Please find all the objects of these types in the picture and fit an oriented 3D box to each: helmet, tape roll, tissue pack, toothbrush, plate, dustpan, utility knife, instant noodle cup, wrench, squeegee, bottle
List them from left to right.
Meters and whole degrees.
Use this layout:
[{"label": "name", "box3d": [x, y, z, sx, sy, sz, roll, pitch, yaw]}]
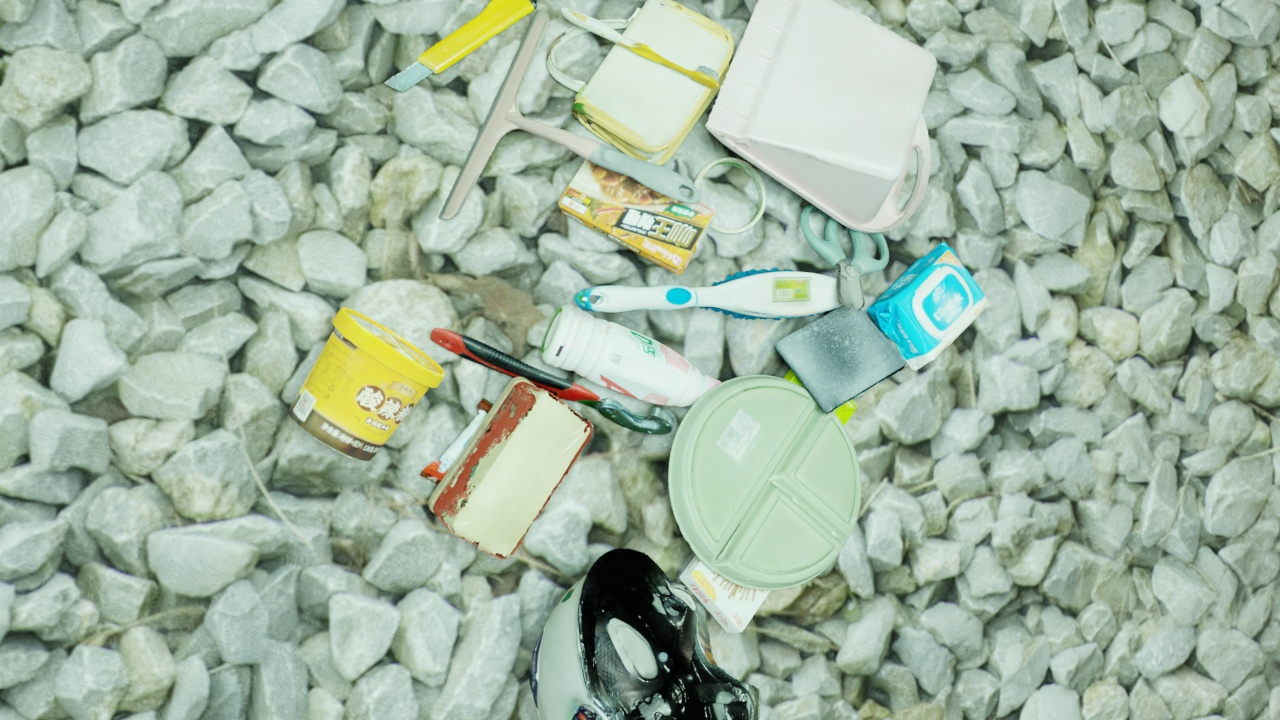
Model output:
[{"label": "instant noodle cup", "box3d": [-0.273, 0.026, 0.899, 0.118, 0.118, 0.114, 35, 89, -10]}, {"label": "utility knife", "box3d": [-0.188, -0.342, 0.976, 0.195, 0.015, 0.033, -38, 93, -11]}, {"label": "wrench", "box3d": [-0.093, 0.024, 0.972, 0.273, 0.056, 0.016, 22, 60, -7]}, {"label": "squeegee", "box3d": [-0.053, -0.216, 0.942, 0.249, 0.040, 0.247, 24, 87, 8]}, {"label": "helmet", "box3d": [-0.014, 0.338, 0.913, 0.157, 0.229, 0.274, -35, 94, 28]}, {"label": "bottle", "box3d": [-0.006, 0.006, 0.982, 0.197, 0.068, 0.068, 23, 83, -14]}, {"label": "toothbrush", "box3d": [-0.001, -0.333, 0.968, 0.191, 0.016, 0.018, 28, 71, 8]}, {"label": "tape roll", "box3d": [0.100, -0.186, 1.036, 0.085, 0.014, 0.086, 0, 88, -12]}, {"label": "plate", "box3d": [0.139, 0.126, 0.969, 0.230, 0.028, 0.230, 5, 76, -21]}, {"label": "dustpan", "box3d": [0.213, -0.265, 1.025, 0.273, 0.139, 0.222, 24, 74, 2]}, {"label": "tissue pack", "box3d": [0.331, -0.062, 1.049, 0.139, 0.063, 0.090, -40, 97, -24]}]

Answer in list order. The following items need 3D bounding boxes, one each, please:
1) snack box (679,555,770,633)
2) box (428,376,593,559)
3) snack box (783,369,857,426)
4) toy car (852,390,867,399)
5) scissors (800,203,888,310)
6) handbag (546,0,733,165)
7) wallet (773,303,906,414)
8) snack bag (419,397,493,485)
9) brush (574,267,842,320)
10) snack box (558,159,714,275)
[{"label": "snack box", "box3d": [0.117, 0.208, 0.995, 0.084, 0.027, 0.156, 49, 56, -8]}, {"label": "box", "box3d": [-0.128, 0.109, 0.930, 0.091, 0.080, 0.168, 39, 79, -34]}, {"label": "snack box", "box3d": [0.169, 0.079, 1.022, 0.086, 0.026, 0.156, 43, 67, -9]}, {"label": "toy car", "box3d": [0.250, 0.007, 1.046, 0.043, 0.034, 0.090, 47, 64, -6]}, {"label": "scissors", "box3d": [0.246, -0.109, 1.018, 0.132, 0.019, 0.185, 3, 51, -24]}, {"label": "handbag", "box3d": [-0.008, -0.316, 1.001, 0.179, 0.063, 0.163, 32, 81, 5]}, {"label": "wallet", "box3d": [0.222, -0.005, 1.015, 0.120, 0.019, 0.097, -28, 70, -21]}, {"label": "snack bag", "box3d": [-0.180, 0.091, 0.959, 0.048, 0.026, 0.104, 40, 79, -22]}, {"label": "brush", "box3d": [0.077, -0.069, 0.979, 0.314, 0.109, 0.060, -2, 94, -13]}, {"label": "snack box", "box3d": [-0.004, -0.159, 0.981, 0.154, 0.026, 0.075, 29, 82, 10]}]
